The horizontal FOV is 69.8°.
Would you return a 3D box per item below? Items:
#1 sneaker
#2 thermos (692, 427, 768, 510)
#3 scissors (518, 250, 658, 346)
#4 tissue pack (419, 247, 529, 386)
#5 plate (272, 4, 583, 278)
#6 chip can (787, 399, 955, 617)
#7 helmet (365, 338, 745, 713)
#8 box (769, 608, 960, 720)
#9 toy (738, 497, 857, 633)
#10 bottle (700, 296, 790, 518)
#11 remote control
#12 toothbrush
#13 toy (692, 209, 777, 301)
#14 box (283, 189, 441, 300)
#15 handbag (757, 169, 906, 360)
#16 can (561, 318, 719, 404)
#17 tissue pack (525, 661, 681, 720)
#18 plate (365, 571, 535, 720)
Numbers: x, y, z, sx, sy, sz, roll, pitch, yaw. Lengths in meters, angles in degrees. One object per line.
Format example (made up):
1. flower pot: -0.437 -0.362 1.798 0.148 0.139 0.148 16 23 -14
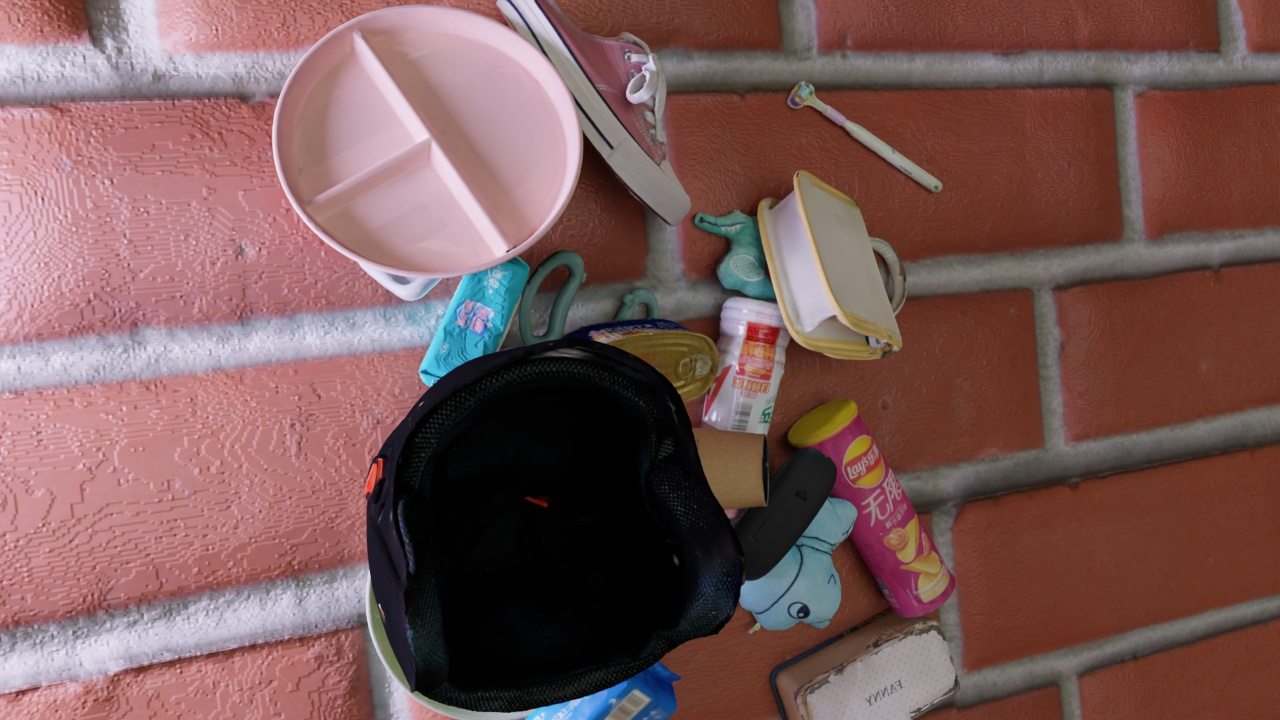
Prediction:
1. sneaker: -0.019 -0.227 0.775 0.088 0.118 0.241 -35 97 5
2. thermos: 0.035 0.093 0.778 0.143 0.093 0.093 -2 91 14
3. scissors: -0.067 -0.017 0.783 0.176 0.019 0.172 -47 127 -8
4. tissue pack: -0.133 -0.031 0.740 0.050 0.093 0.133 24 82 -11
5. plate: -0.159 -0.167 0.702 0.229 0.028 0.229 2 74 -8
6. chip can: 0.223 0.143 0.878 0.071 0.071 0.210 -35 102 -16
7. helmet: -0.074 0.106 0.640 0.233 0.230 0.275 -2 105 -25
8. box: 0.212 0.313 0.884 0.184 0.063 0.090 -18 96 -16
9. toy: 0.141 0.186 0.850 0.161 0.049 0.156 40 102 -19
10. bottle: 0.090 0.044 0.836 0.068 0.068 0.197 11 91 -19
11. remote control: 0.122 0.138 0.803 0.053 0.024 0.136 34 99 -5
12. toothbrush: 0.225 -0.215 0.904 0.189 0.029 0.020 28 41 -19
13. toy: 0.091 -0.102 0.847 0.096 0.030 0.091 15 63 -11
14. box: -0.167 -0.157 0.743 0.160 0.064 0.201 40 77 5
15. handbag: 0.191 -0.076 0.850 0.178 0.063 0.163 13 57 -41
16. can: -0.005 0.005 0.789 0.148 0.049 0.075 -7 113 -32
17. tissue pack: -0.042 0.307 0.779 0.157 0.052 0.095 -44 133 -5
18. plate: -0.115 0.192 0.784 0.230 0.027 0.230 0 91 -20
